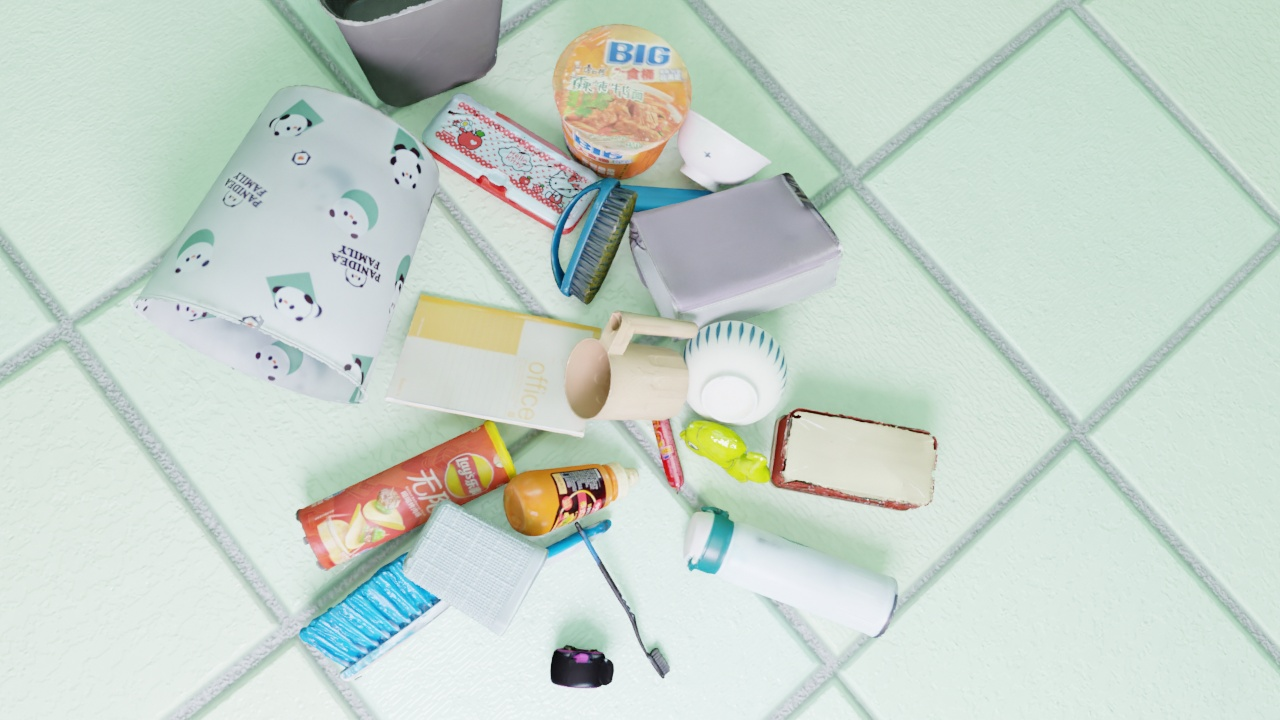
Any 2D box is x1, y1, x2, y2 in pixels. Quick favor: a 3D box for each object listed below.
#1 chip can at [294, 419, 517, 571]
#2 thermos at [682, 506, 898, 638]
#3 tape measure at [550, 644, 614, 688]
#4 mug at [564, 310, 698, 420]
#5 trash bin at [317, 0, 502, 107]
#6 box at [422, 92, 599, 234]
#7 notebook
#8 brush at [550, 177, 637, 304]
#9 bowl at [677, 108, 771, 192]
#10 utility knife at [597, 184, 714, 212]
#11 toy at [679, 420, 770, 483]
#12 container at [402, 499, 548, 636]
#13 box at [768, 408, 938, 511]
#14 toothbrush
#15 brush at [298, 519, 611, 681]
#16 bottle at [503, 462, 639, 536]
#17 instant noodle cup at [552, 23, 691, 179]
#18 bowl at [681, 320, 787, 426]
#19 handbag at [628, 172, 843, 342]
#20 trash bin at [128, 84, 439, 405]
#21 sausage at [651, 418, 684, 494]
[{"bbox_3d":[-0.236,0.137,0.942,0.216,0.073,0.073,-26,82,-9],"label":"chip can"},{"bbox_3d":[0.154,0.220,0.969,0.224,0.073,0.073,21,77,-1],"label":"thermos"},{"bbox_3d":[-0.062,0.310,0.930,0.057,0.057,0.039,12,74,-27],"label":"tape measure"},{"bbox_3d":[-0.006,0.006,0.942,0.103,0.125,0.084,5,35,-38],"label":"mug"},{"bbox_3d":[-0.249,-0.405,0.977,0.199,0.220,0.198,-24,83,-10],"label":"trash bin"},{"bbox_3d":[-0.145,-0.225,1.039,0.201,0.047,0.086,31,77,2],"label":"box"},{"bbox_3d":[-0.151,0.003,0.981,0.206,0.010,0.145,11,53,-4],"label":"notebook"},{"bbox_3d":[-0.058,-0.134,0.998,0.073,0.055,0.144,28,116,7],"label":"brush"},{"bbox_3d":[0.083,-0.231,1.045,0.118,0.118,0.065,33,105,1],"label":"bowl"},{"bbox_3d":[0.040,-0.185,1.065,0.185,0.018,0.034,1,71,-8],"label":"utility knife"},{"bbox_3d":[0.091,0.096,0.983,0.100,0.097,0.031,47,58,-25],"label":"toy"},{"bbox_3d":[-0.162,0.193,0.881,0.111,0.090,0.090,31,77,-8],"label":"container"},{"bbox_3d":[0.232,0.109,0.994,0.168,0.077,0.091,11,76,-3],"label":"box"},{"bbox_3d":[-0.019,0.248,0.956,0.016,0.014,0.189,-30,93,-12],"label":"toothbrush"},{"bbox_3d":[-0.184,0.220,0.942,0.314,0.061,0.109,-36,89,-14],"label":"brush"},{"bbox_3d":[-0.066,0.136,0.954,0.149,0.067,0.066,-11,78,-33],"label":"bottle"},{"bbox_3d":[-0.025,-0.279,1.029,0.151,0.111,0.151,1,78,-6],"label":"instant noodle cup"},{"bbox_3d":[0.096,0.023,0.971,0.116,0.066,0.117,5,121,8],"label":"bowl"},{"bbox_3d":[0.101,-0.119,1.017,0.197,0.099,0.145,-19,65,-9],"label":"handbag"},{"bbox_3d":[-0.332,-0.115,0.913,0.229,0.230,0.251,20,72,-2],"label":"trash bin"},{"bbox_3d":[0.024,0.071,1.009,0.020,0.020,0.155,-12,79,-9],"label":"sausage"}]
